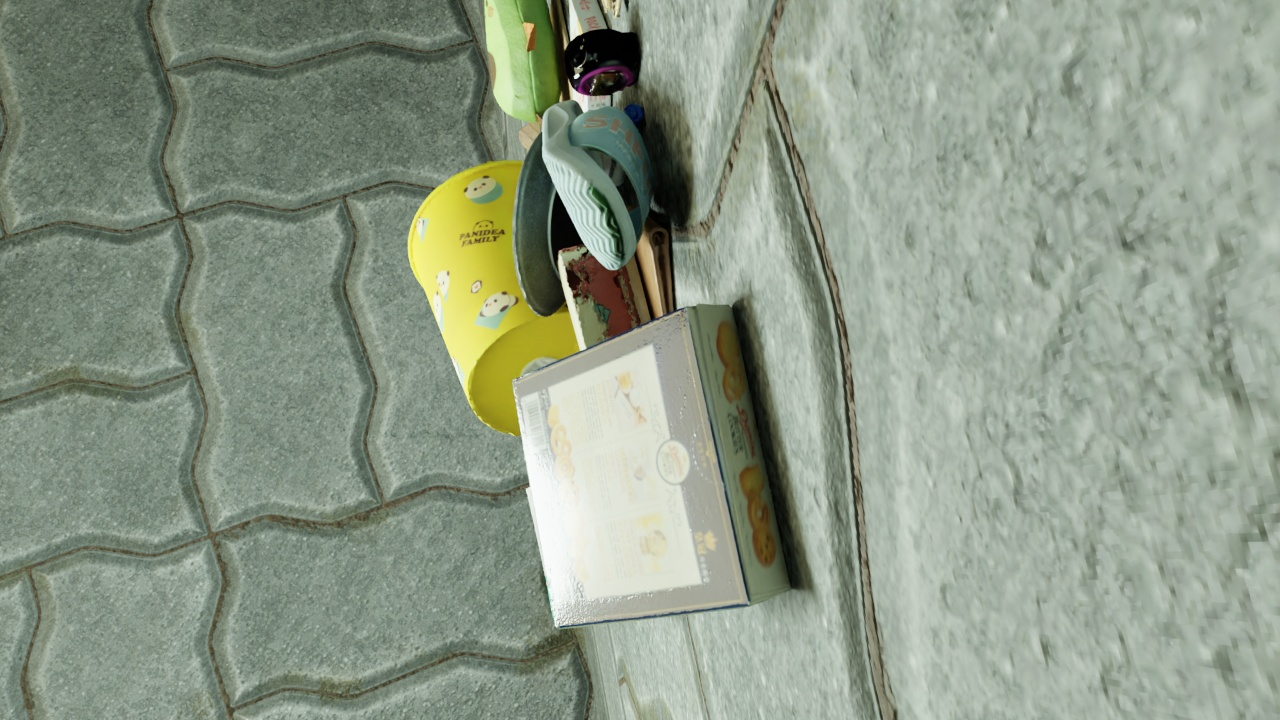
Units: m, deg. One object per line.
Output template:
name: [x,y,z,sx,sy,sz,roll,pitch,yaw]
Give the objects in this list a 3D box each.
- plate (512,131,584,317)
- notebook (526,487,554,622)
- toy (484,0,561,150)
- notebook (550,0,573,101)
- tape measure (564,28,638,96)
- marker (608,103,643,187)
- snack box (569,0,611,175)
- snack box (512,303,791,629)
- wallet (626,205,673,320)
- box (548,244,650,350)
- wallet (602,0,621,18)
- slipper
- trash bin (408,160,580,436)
plate: [-0.074,-0.130,0.865,0.179,0.024,0.179,7,-91,-75]
notebook: [-0.050,0.221,1.050,0.209,0.012,0.150,18,-125,-58]
toy: [-0.145,-0.377,1.139,0.227,0.090,0.247,-146,44,-69]
notebook: [-0.095,-0.359,1.158,0.148,0.008,0.207,109,151,-71]
tape measure: [-0.032,-0.238,0.739,0.058,0.057,0.039,143,117,-70]
marker: [-0.015,-0.186,0.811,0.146,0.017,0.017,124,137,-76]
snack box: [-0.049,-0.269,0.907,0.157,0.027,0.084,91,167,-49]
snack box: [-0.002,0.075,0.601,0.183,0.045,0.177,-21,76,42]
wallet: [0.009,-0.067,0.779,0.101,0.020,0.115,-123,22,-66]
box: [-0.031,-0.016,0.798,0.091,0.076,0.168,160,95,-82]
wallet: [-0.024,-0.334,0.711,0.115,0.024,0.087,103,155,-64]
slipper: [-0.029,-0.154,0.737,0.245,0.074,0.104,-106,-8,-59]
trash bin: [-0.133,-0.064,1.057,0.230,0.229,0.255,90,162,-45]
